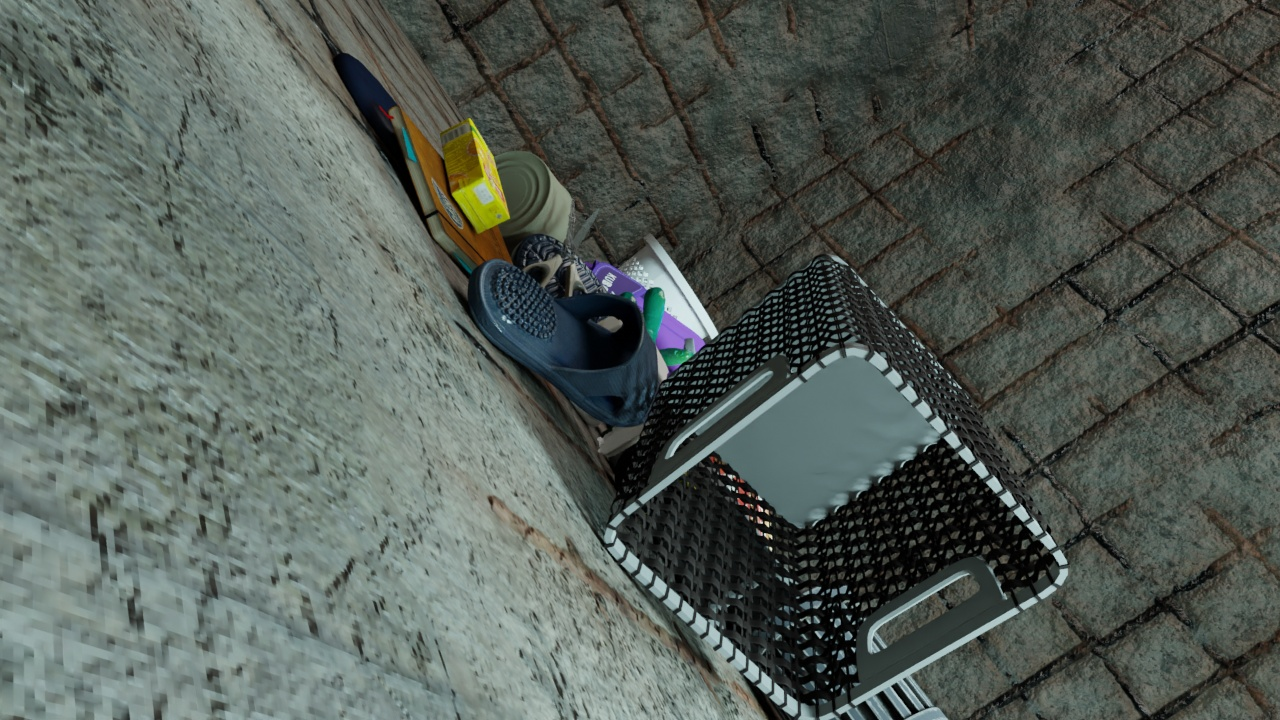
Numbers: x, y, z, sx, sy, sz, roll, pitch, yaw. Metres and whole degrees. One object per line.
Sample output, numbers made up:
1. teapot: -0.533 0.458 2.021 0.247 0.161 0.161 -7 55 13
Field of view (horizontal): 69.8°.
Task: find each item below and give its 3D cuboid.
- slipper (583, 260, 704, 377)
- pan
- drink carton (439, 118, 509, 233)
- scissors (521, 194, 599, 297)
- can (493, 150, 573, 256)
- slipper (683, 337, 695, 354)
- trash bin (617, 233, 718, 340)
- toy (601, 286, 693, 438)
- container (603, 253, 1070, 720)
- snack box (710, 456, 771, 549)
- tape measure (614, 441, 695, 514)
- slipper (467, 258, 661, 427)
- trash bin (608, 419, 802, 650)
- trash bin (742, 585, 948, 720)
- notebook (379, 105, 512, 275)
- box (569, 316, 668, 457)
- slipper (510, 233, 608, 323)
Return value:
1. slipper: -0.016 -0.063 1.276 0.266 0.107 0.084 31 -24 -11
2. pan: -0.270 -0.263 1.081 0.199 0.021 0.356 56 1 -12
3. drink carton: -0.174 -0.196 0.967 0.058 0.043 0.134 60 6 -42
4. scissors: -0.089 -0.112 1.104 0.013 0.157 0.162 -11 -72 56
5. can: -0.158 -0.197 1.178 0.127 0.128 0.073 57 4 27
6. slipper: 0.067 0.100 1.249 0.098 0.055 0.269 -73 157 -75
7. trash bin: -0.014 -0.061 1.431 0.195 0.199 0.195 56 2 -3
8. toy: -0.006 0.006 1.090 0.072 0.131 0.193 24 64 -60
9. container: 0.149 0.088 0.760 0.245 0.248 0.243 44 23 -13
10. snack box: 0.136 0.213 1.213 0.113 0.060 0.236 53 32 -62
11. tape measure: 0.011 0.118 0.923 0.072 0.071 0.042 65 8 26
12. slipper: -0.041 -0.017 0.830 0.263 0.083 0.101 33 46 -46
13. trash bin: 0.076 0.190 1.002 0.219 0.097 0.192 56 1 36
14. trash bin: 0.214 0.349 0.904 0.227 0.164 0.164 53 0 36
15. notebook: -0.179 -0.135 0.950 0.178 0.014 0.249 66 6 25
16. box: -0.029 0.036 0.983 0.128 0.109 0.136 58 15 -15
17. slipper: -0.085 -0.049 1.174 0.253 0.105 0.095 44 -27 -28
